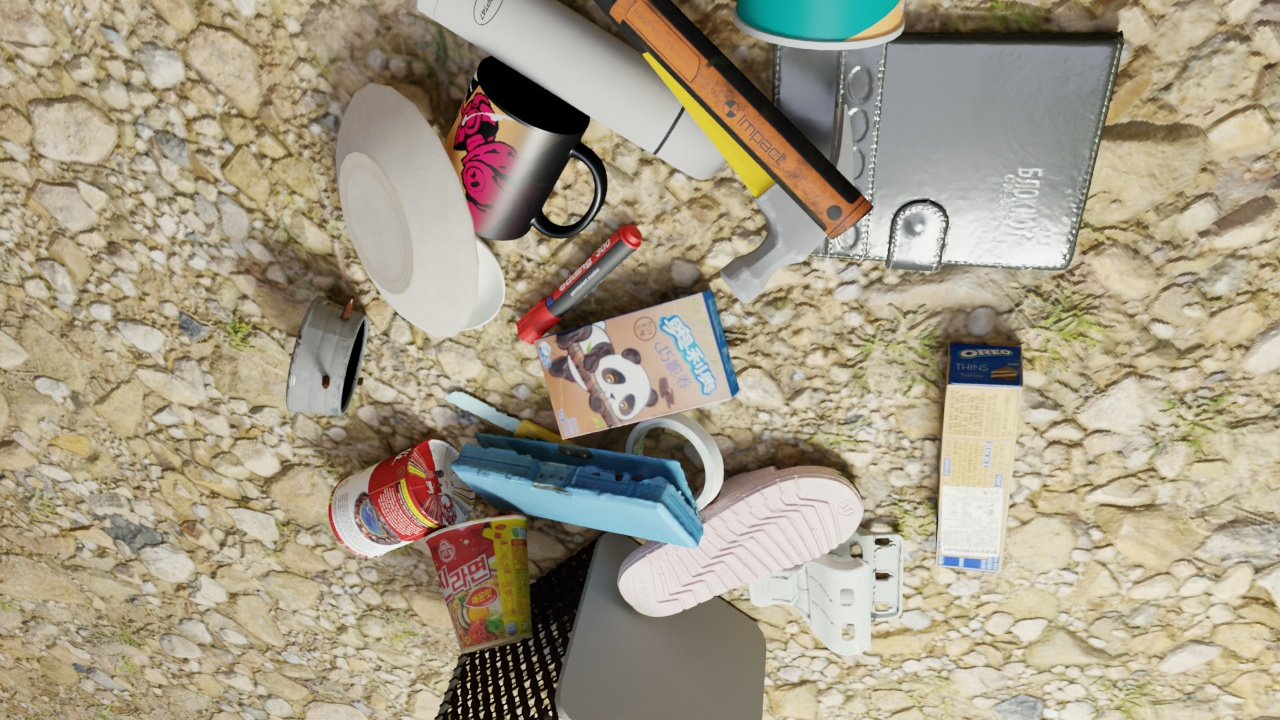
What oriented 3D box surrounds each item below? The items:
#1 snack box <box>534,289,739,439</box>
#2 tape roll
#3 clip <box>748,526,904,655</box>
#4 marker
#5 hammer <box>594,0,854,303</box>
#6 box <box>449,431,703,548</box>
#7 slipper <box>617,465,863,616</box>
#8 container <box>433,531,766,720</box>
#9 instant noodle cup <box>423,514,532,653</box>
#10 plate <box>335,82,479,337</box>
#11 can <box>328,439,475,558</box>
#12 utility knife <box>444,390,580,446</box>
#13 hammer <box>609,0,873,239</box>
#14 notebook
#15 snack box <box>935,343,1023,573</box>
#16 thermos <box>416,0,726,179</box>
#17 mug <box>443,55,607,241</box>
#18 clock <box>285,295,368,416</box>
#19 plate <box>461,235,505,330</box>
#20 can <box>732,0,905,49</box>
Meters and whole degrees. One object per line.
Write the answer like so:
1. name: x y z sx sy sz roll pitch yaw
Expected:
1. snack box: -0.004 0.004 0.742 0.151 0.034 0.087 -15 94 21
2. tape roll: 0.029 0.091 0.813 0.094 0.018 0.094 15 116 32
3. clip: 0.173 0.220 0.864 0.152 0.098 0.126 -6 124 6
4. marker: -0.051 -0.061 0.739 0.145 0.021 0.023 -39 80 35
5. hammer: 0.013 -0.197 0.570 0.127 0.029 0.323 -40 99 5
6. box: -0.056 0.113 0.830 0.232 0.054 0.093 4 149 32
7. slipper: 0.085 0.156 0.846 0.240 0.064 0.094 -30 113 17
8. container: -0.041 0.358 0.923 0.247 0.244 0.244 36 124 -14
9. instant noodle cup: -0.146 0.212 0.866 0.100 0.112 0.100 -12 161 -4
10. plate: -0.181 -0.103 0.667 0.189 0.027 0.189 30 132 39
11. can: -0.234 0.136 0.897 0.117 0.086 0.086 -24 118 29
12. utility knife: -0.084 0.080 0.864 0.217 0.019 0.031 29 120 -4
13. hammer: 0.018 -0.196 0.508 0.314 0.034 0.138 45 128 -1
14. notebook: 0.191 -0.136 0.615 0.209 0.029 0.170 6 126 14
15. snack box: 0.272 0.083 0.746 0.056 0.057 0.207 2 128 17
16. thermos: -0.036 -0.195 0.609 0.224 0.052 0.052 30 128 -9
17. mug: -0.078 -0.137 0.643 0.118 0.081 0.098 35 128 -3
18. clock: -0.274 0.003 0.805 0.056 0.103 0.148 13 160 -8
19. plate: -0.158 -0.074 0.753 0.104 0.026 0.104 7 128 8
20. can: 0.104 -0.256 0.494 0.099 0.099 0.144 7 129 9
